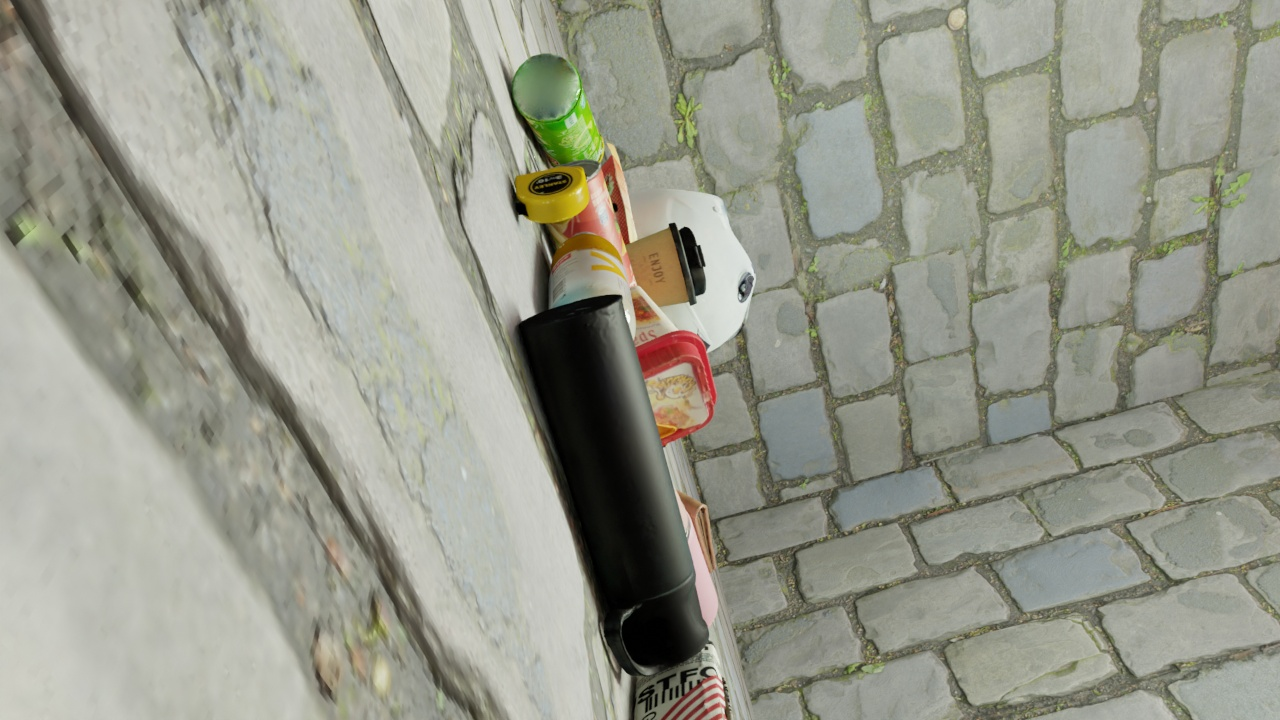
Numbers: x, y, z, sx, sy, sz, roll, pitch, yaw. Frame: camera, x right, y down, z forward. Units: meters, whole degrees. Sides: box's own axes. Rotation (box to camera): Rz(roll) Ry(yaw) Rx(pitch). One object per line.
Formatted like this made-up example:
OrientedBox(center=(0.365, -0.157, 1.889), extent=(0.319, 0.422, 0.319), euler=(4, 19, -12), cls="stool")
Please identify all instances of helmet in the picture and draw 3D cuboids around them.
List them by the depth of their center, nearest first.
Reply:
OrientedBox(center=(0.030, -0.101, 1.263), extent=(0.145, 0.229, 0.259), euler=(-45, 131, -42), cls="helmet")

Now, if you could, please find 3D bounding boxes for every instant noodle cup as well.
OrientedBox(center=(-0.005, 0.005, 0.840), extent=(0.124, 0.116, 0.117), euler=(-118, -173, -45), cls="instant noodle cup")

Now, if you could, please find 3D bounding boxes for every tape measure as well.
OrientedBox(center=(-0.069, -0.129, 0.729), extent=(0.057, 0.060, 0.029), euler=(-104, -179, -51), cls="tape measure")

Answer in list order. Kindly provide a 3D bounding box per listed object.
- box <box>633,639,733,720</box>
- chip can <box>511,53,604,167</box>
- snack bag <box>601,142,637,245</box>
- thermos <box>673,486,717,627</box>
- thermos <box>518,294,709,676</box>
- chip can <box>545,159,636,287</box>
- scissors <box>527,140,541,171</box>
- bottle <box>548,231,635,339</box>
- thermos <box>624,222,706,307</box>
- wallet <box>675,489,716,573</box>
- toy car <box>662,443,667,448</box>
OrientedBox(center=(0.030, 0.247, 0.606), extent=(0.163, 0.076, 0.073), euler=(-99, 169, -80), cls="box")
OrientedBox(center=(-0.086, -0.263, 1.004), extent=(0.221, 0.072, 0.072), euler=(45, 29, -85), cls="chip can")
OrientedBox(center=(-0.043, -0.147, 1.123), extent=(0.129, 0.073, 0.207), euler=(-47, -133, 50), cls="snack bag")
OrientedBox(center=(0.015, 0.162, 0.789), extent=(0.087, 0.067, 0.199), euler=(50, -13, 41), cls="thermos")
OrientedBox(center=(-0.016, 0.084, 0.592), extent=(0.089, 0.069, 0.242), euler=(-38, 115, -63), cls="thermos")
OrientedBox(center=(-0.042, -0.088, 0.916), extent=(0.073, 0.073, 0.217), euler=(-100, 174, -61), cls="chip can")
OrientedBox(center=(-0.092, -0.172, 0.994), extent=(0.159, 0.014, 0.181), euler=(-103, 175, -46), cls="scissors")
OrientedBox(center=(-0.043, -0.060, 0.768), extent=(0.189, 0.068, 0.068), euler=(-100, 174, -63), cls="bottle")
OrientedBox(center=(-0.001, -0.092, 0.999), extent=(0.093, 0.143, 0.093), euler=(-12, 87, -88), cls="thermos")
OrientedBox(center=(0.022, 0.144, 0.843), extent=(0.101, 0.020, 0.115), euler=(25, -31, 31), cls="wallet")
OrientedBox(center=(0.006, 0.088, 1.285), extent=(0.122, 0.037, 0.056), euler=(-133, -153, -68), cls="toy car")
